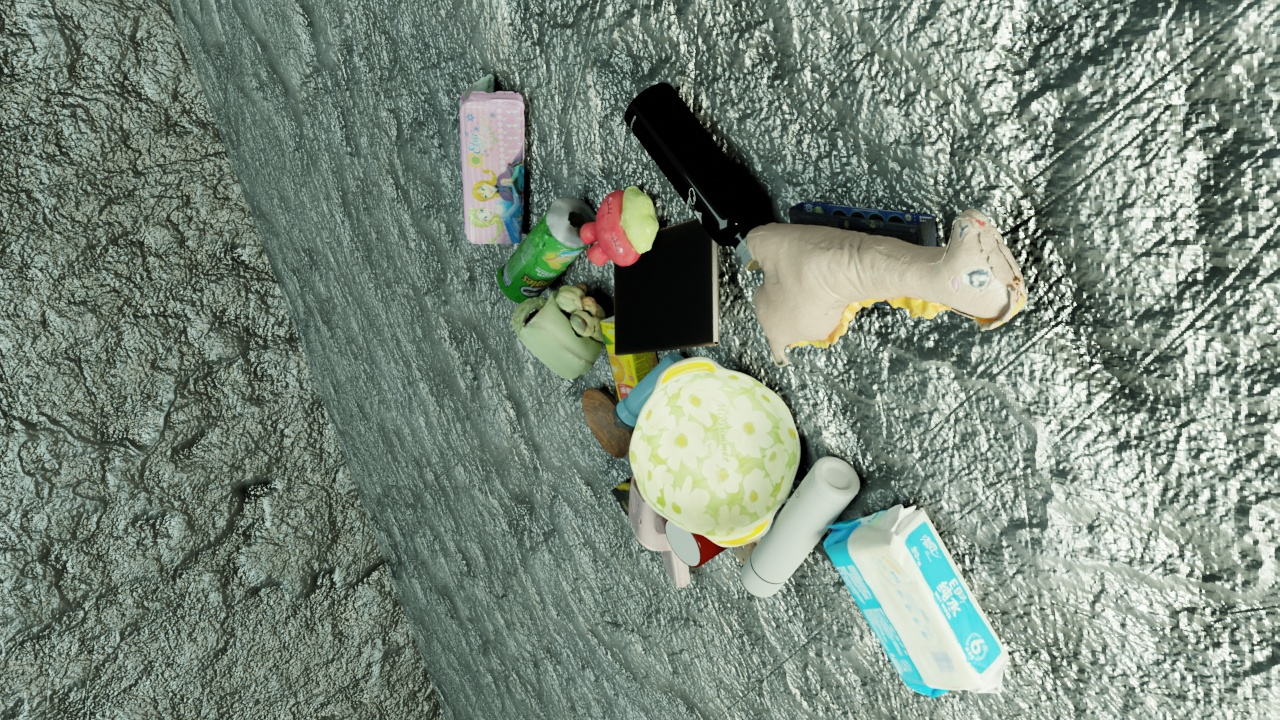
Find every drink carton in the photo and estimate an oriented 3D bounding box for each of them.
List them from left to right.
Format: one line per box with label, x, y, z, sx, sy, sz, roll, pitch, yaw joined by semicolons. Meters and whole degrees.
drink carton;-0.007;0.007;1.207;0.059;0.042;0.135;12;121;52

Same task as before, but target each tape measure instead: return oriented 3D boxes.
tape measure;-0.008;0.208;1.363;0.067;0.038;0.063;60;150;7

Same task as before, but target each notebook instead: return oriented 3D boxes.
notebook;0.025;-0.082;1.068;0.210;0.008;0.141;-5;84;58

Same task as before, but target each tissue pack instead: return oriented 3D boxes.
tissue pack;0.278;0.247;0.925;0.209;0.065;0.117;61;149;3

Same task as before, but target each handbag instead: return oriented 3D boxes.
handbag;-0.108;-0.054;1.258;0.113;0.117;0.186;43;180;-17

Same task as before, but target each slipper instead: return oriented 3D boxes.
slipper;0.018;0.226;1.288;0.094;0.064;0.240;-123;18;-58

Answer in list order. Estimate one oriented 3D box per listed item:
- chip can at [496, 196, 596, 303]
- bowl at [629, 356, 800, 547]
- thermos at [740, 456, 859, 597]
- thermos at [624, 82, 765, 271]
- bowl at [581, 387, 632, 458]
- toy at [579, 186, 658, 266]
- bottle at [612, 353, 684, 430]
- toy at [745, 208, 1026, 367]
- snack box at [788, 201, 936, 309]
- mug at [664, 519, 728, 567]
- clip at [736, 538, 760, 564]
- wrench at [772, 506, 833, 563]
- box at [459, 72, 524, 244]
chip can;-0.129;-0.147;1.250;0.075;0.075;0.224;62;150;3
bowl;0.084;0.100;1.047;0.060;0.188;0.219;-51;-59;-82
thermos;0.173;0.194;1.032;0.052;0.052;0.225;49;139;24
thermos;0.071;-0.176;0.928;0.231;0.061;0.061;55;149;14
bowl;-0.042;0.086;1.335;0.114;0.026;0.102;53;147;17
toy;-0.027;-0.157;1.098;0.135;0.045;0.091;-15;80;50
bottle;0.010;0.044;1.156;0.130;0.040;0.040;-44;72;29
toy;0.200;-0.050;0.782;0.265;0.065;0.196;18;136;43
snack box;0.199;-0.095;0.827;0.150;0.027;0.082;21;130;50
mug;0.077;0.217;1.194;0.106;0.082;0.073;-13;101;59
clip;0.132;0.233;1.163;0.025;0.043;0.061;24;137;46
wrench;0.187;0.199;1.078;0.273;0.018;0.073;33;138;39
box;-0.207;-0.281;1.286;0.096;0.085;0.231;-100;12;-45
